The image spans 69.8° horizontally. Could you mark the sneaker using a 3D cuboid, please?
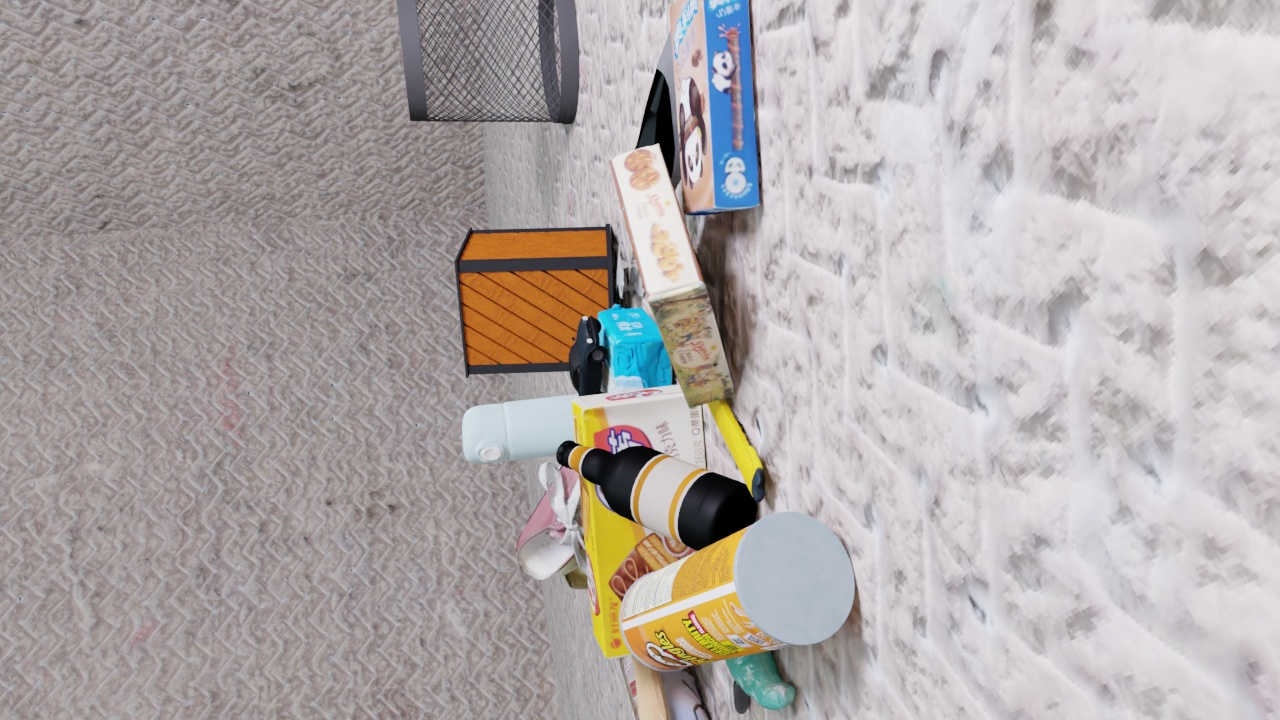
[{"bbox_3d":[-0.062,0.151,0.964,0.242,0.118,0.087,-53,3,23],"label":"sneaker"}]

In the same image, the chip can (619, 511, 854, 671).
[{"bbox_3d":[0.053,0.160,0.610,0.216,0.075,0.075,131,132,-61],"label":"chip can"}]

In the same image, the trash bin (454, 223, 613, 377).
[{"bbox_3d":[-0.119,-0.074,1.091,0.139,0.172,0.140,-96,5,-66],"label":"trash bin"}]

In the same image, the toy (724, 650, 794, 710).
[{"bbox_3d":[0.084,0.206,0.687,0.085,0.033,0.105,139,126,-63],"label":"toy"}]

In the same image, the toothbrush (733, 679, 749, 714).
[{"bbox_3d":[0.081,0.214,0.741,0.013,0.013,0.167,-105,12,-69],"label":"toothbrush"}]

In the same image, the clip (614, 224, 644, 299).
[{"bbox_3d":[-0.020,-0.093,0.995,0.102,0.050,0.058,95,176,-46],"label":"clip"}]

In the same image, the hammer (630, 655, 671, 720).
[{"bbox_3d":[0.000,0.273,0.912,0.327,0.131,0.039,-104,-12,-51],"label":"hammer"}]

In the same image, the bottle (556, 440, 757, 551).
[{"bbox_3d":[0.002,0.098,0.725,0.182,0.059,0.059,17,118,39],"label":"bottle"}]

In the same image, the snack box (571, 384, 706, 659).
[{"bbox_3d":[0.003,0.143,0.834,0.062,0.110,0.230,-157,62,-77],"label":"snack box"}]

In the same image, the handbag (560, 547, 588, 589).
[{"bbox_3d":[-0.046,0.202,1.096,0.081,0.111,0.119,72,-177,-51],"label":"handbag"}]

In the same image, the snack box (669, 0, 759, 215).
[{"bbox_3d":[0.050,-0.178,0.634,0.087,0.034,0.151,-151,57,-76],"label":"snack box"}]

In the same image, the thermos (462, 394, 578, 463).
[{"bbox_3d":[-0.094,0.073,1.019,0.078,0.206,0.065,-113,21,-55],"label":"thermos"}]

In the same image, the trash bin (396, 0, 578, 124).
[{"bbox_3d":[-0.218,-0.439,1.289,0.218,0.227,0.217,173,91,-78],"label":"trash bin"}]

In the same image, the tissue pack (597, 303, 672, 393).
[{"bbox_3d":[-0.005,0.005,0.923,0.144,0.061,0.093,-121,27,-68],"label":"tissue pack"}]

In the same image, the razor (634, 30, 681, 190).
[{"bbox_3d":[0.022,-0.193,0.723,0.057,0.060,0.156,54,131,45],"label":"razor"}]

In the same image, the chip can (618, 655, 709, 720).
[{"bbox_3d":[0.030,0.351,0.908,0.229,0.079,0.080,-117,24,-57],"label":"chip can"}]

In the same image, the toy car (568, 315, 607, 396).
[{"bbox_3d":[-0.054,0.004,0.912,0.112,0.034,0.046,97,164,-51],"label":"toy car"}]

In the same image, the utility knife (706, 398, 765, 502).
[{"bbox_3d":[0.067,0.049,0.711,0.179,0.017,0.030,-117,29,-59],"label":"utility knife"}]

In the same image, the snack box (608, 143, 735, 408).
[{"bbox_3d":[0.024,-0.061,0.694,0.147,0.041,0.143,68,-174,-54],"label":"snack box"}]
